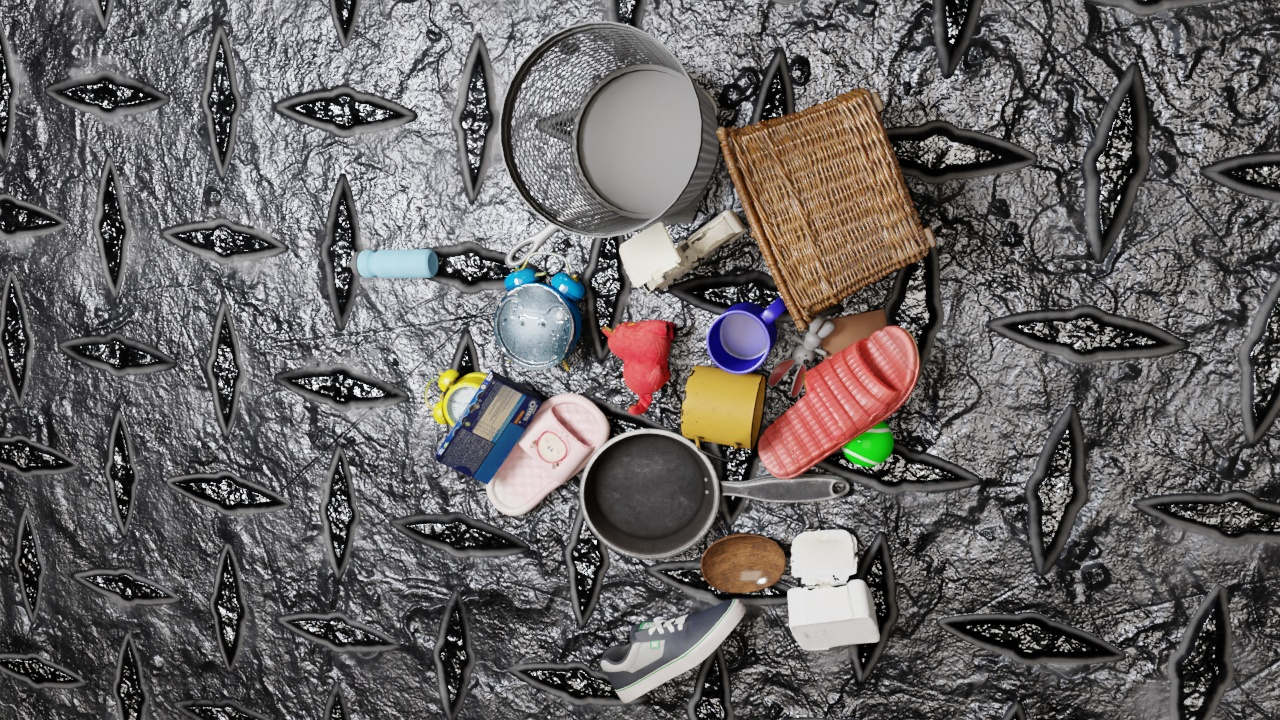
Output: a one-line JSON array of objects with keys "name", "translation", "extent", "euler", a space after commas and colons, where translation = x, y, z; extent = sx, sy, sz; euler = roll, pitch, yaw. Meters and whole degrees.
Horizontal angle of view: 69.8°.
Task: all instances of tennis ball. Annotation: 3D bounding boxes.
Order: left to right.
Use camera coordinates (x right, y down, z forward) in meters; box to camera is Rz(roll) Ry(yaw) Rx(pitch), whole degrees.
[{"name": "tennis ball", "translation": [0.286, 0.102, 1.158], "extent": [0.065, 0.065, 0.065], "euler": [3, 101, 14]}]

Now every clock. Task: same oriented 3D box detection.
[{"name": "clock", "translation": [-0.246, 0.058, 1.292], "extent": [0.119, 0.057, 0.083], "euler": [15, 104, 5]}, {"name": "clock", "translation": [-0.132, -0.066, 1.240], "extent": [0.117, 0.060, 0.161], "euler": [11, 101, 13]}]

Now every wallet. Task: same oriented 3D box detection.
[{"name": "wallet", "translation": [0.278, 0.001, 1.168], "extent": [0.087, 0.013, 0.121], "euler": [-11, 96, 16]}]

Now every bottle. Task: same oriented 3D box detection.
[{"name": "bottle", "translation": [-0.352, -0.136, 1.292], "extent": [0.130, 0.040, 0.040], "euler": [1, 101, 14]}]

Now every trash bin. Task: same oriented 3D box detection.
[{"name": "trash bin", "translation": [-0.018, -0.256, 1.058], "extent": [0.218, 0.227, 0.218], "euler": [3, 101, 14]}]

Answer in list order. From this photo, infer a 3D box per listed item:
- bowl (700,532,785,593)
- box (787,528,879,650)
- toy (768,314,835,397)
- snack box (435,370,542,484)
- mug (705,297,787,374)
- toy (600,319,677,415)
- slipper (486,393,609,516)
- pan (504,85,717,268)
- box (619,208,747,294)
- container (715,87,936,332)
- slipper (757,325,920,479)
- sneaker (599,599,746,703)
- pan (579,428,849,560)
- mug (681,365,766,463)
[{"name": "bowl", "translation": [0.138, 0.268, 1.242], "extent": [0.114, 0.026, 0.102], "euler": [-6, 119, 5]}, {"name": "box", "translation": [0.246, 0.294, 1.210], "extent": [0.109, 0.136, 0.121], "euler": [-14, 138, 15]}, {"name": "toy", "translation": [0.208, -0.008, 1.171], "extent": [0.049, 0.030, 0.112], "euler": [27, 115, -3]}, {"name": "snack box", "translation": [-0.206, 0.093, 1.251], "extent": [0.082, 0.027, 0.150], "euler": [29, 107, -23]}, {"name": "mug", "translation": [0.141, -0.039, 1.160], "extent": [0.111, 0.083, 0.079], "euler": [-41, 88, 18]}, {"name": "toy", "translation": [-0.007, 0.007, 1.207], "extent": [0.094, 0.088, 0.133], "euler": [7, 81, 13]}, {"name": "slipper", "translation": [-0.137, 0.133, 1.280], "extent": [0.107, 0.055, 0.222], "euler": [46, 109, 5]}, {"name": "pan", "translation": [-0.050, -0.231, 1.204], "extent": [0.355, 0.024, 0.216], "euler": [-36, 90, 18]}, {"name": "box", "translation": [0.048, -0.147, 1.109], "extent": [0.144, 0.186, 0.070], "euler": [-34, 90, 11]}, {"name": "container", "translation": [0.220, -0.188, 1.076], "extent": [0.183, 0.162, 0.250], "euler": [-23, 95, 13]}, {"name": "slipper", "translation": [0.236, 0.053, 1.130], "extent": [0.249, 0.059, 0.103], "euler": [-45, 55, 18]}, {"name": "sneaker", "translation": [0.039, 0.384, 1.269], "extent": [0.236, 0.084, 0.079], "euler": [-38, 89, 21]}, {"name": "pan", "translation": [0.096, 0.173, 1.230], "extent": [0.357, 0.055, 0.187], "euler": [-5, 104, 3]}, {"name": "mug", "translation": [0.104, 0.070, 1.175], "extent": [0.094, 0.100, 0.123], "euler": [9, 65, 15]}]
